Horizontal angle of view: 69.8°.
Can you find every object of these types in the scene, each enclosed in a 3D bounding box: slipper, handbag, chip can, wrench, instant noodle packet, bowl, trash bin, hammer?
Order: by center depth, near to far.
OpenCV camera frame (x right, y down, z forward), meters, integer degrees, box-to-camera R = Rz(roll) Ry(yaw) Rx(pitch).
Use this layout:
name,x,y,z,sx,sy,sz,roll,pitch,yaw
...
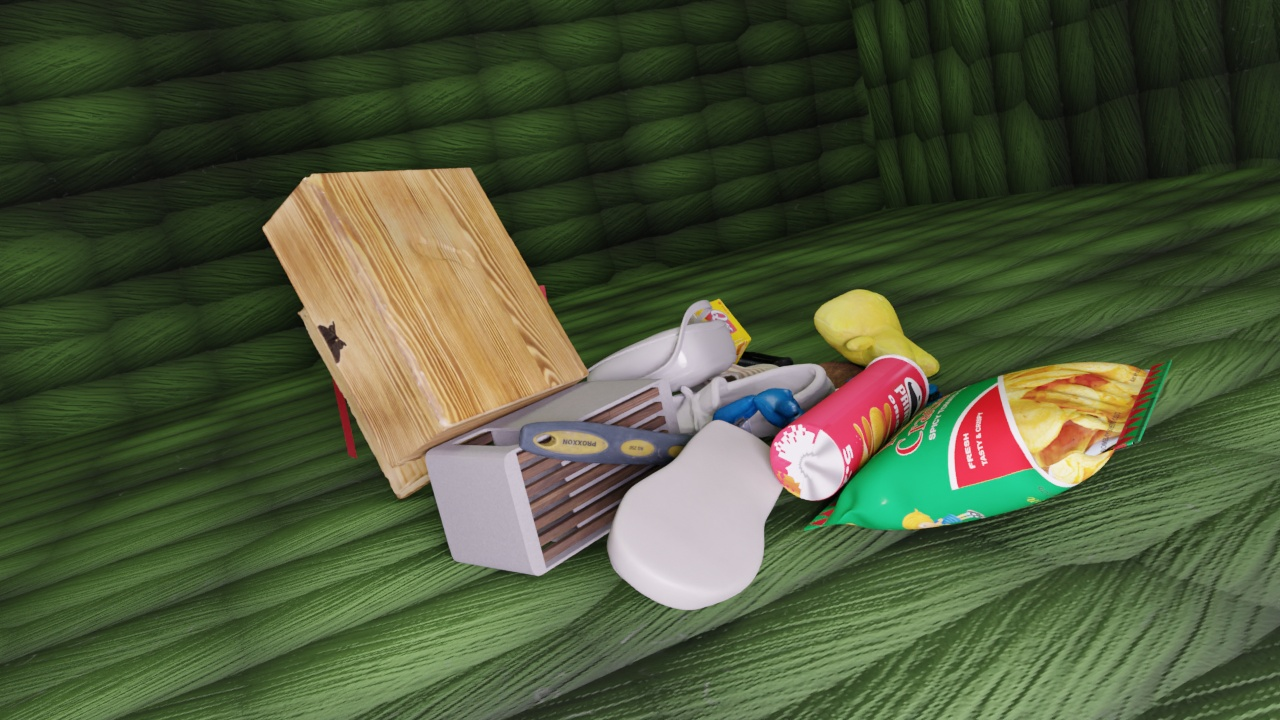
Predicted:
name,x,y,z,sx,sy,sz,roll,pitch,yaw
instant noodle packet,0.274,0.067,0.725,0.253,0.090,0.195,-25,0,38
slipper,0.043,0.133,0.742,0.113,0.081,0.265,34,27,6
wrench,0.021,0.082,0.837,0.273,0.073,0.022,7,2,-24
chip can,0.197,0.056,0.842,0.069,0.069,0.219,-5,12,36
trash bin,-0.075,0.105,0.905,0.115,0.114,0.228,-3,14,42
slipper,0.099,0.053,1.051,0.247,0.075,0.112,-10,23,15
handbag,-0.007,0.007,1.151,0.223,0.095,0.215,-20,-2,25
slipper,0.097,0.041,1.205,0.115,0.052,0.262,-3,15,37
bowl,0.241,0.019,1.213,0.114,0.026,0.102,-15,11,-8
hammer,0.140,-0.004,1.452,0.130,0.032,0.319,-17,12,-22

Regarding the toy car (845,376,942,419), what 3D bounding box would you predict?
name,x,y,z,sx,sy,sz,roll,pitch,yaw
toy car,0.277,0.039,1.023,0.056,0.043,0.120,-19,13,-31

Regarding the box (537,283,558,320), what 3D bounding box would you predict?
name,x,y,z,sx,sy,sz,roll,pitch,yaw
box,-0.183,-0.006,1.381,0.165,0.213,0.152,-5,7,31

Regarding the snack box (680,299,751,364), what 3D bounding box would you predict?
name,x,y,z,sx,sy,sz,roll,pitch,yaw
snack box,0.098,-0.021,1.324,0.061,0.083,0.106,-19,-29,-33

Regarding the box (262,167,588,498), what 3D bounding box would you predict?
name,x,y,z,sx,sy,sz,roll,pitch,yaw
box,-0.273,-0.010,1.035,0.336,0.279,0.285,-36,-9,35

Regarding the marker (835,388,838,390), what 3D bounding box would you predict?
name,x,y,z,sx,sy,sz,roll,pitch,yaw
marker,0.240,0.043,1.091,0.133,0.027,0.023,-15,37,-8

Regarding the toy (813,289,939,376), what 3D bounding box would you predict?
name,x,y,z,sx,sy,sz,roll,pitch,yaw
toy,0.307,-0.031,1.202,0.133,0.092,0.207,17,21,-27

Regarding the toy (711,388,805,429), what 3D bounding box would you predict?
name,x,y,z,sx,sy,sz,roll,pitch,yaw
toy,0.158,0.068,0.935,0.176,0.071,0.112,19,9,40
